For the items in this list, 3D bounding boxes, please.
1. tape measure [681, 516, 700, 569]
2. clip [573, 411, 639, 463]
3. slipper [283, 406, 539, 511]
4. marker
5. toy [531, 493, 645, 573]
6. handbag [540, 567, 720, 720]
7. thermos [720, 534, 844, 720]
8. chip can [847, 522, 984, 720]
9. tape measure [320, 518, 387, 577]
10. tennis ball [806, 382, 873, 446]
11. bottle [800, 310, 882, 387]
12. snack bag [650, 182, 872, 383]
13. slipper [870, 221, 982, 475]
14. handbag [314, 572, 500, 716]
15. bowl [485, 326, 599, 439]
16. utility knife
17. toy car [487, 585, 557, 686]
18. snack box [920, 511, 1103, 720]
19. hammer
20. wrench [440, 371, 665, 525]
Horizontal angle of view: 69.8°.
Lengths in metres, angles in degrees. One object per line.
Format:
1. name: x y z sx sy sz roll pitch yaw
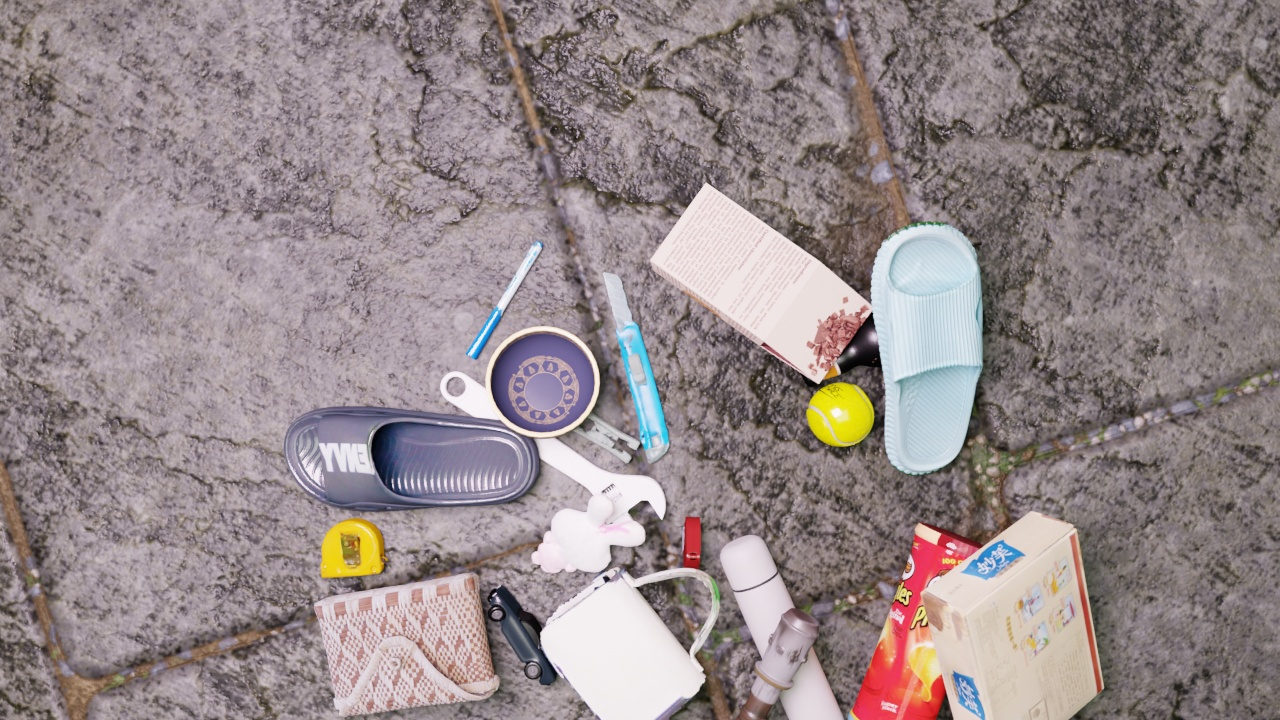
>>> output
1. tape measure: 0.051 0.190 0.948 0.019 0.059 0.051 2 60 0
2. clip: -0.038 0.077 0.960 0.076 0.023 0.043 31 88 -2
3. slipper: -0.239 0.106 0.927 0.268 0.083 0.110 2 92 4
4. marker: -0.142 -0.064 0.965 0.013 0.013 0.142 31 90 0
5. toy: -0.058 0.183 0.944 0.126 0.037 0.076 -36 102 27
6. handbag: 0.006 0.277 0.933 0.176 0.074 0.151 -40 89 1
7. thermos: 0.145 0.288 0.943 0.052 0.052 0.224 -24 90 0
8. chip can: 0.285 0.278 0.927 0.087 0.087 0.213 20 91 0
9. tape measure: -0.299 0.195 0.958 0.068 0.030 0.059 -3 92 0
10. tennis ball: 0.204 0.055 0.936 0.065 0.065 0.065 0 90 0
11. bottle: 0.247 -0.025 0.939 0.181 0.059 0.059 -29 90 0
12. snack bag: 0.122 -0.075 0.926 0.206 0.070 0.094 36 90 5
13. slipper: 0.285 0.001 0.888 0.116 0.069 0.276 -13 115 -11
14. handbag: -0.239 0.290 0.930 0.186 0.047 0.124 -13 87 15
15. bowl: -0.099 0.027 0.936 0.112 0.061 0.112 1 77 -4
16. utility knife: -0.006 0.006 0.964 0.031 0.015 0.207 -16 89 -4
17. toy car: -0.120 0.283 0.948 0.034 0.046 0.112 -32 91 1
18. snack box: 0.362 0.271 0.883 0.153 0.055 0.207 -28 113 -19
19. hammer: 0.089 0.391 0.900 0.190 0.100 0.325 25 97 0
20. wrench: -0.093 0.094 0.963 0.273 0.018 0.066 33 90 1
